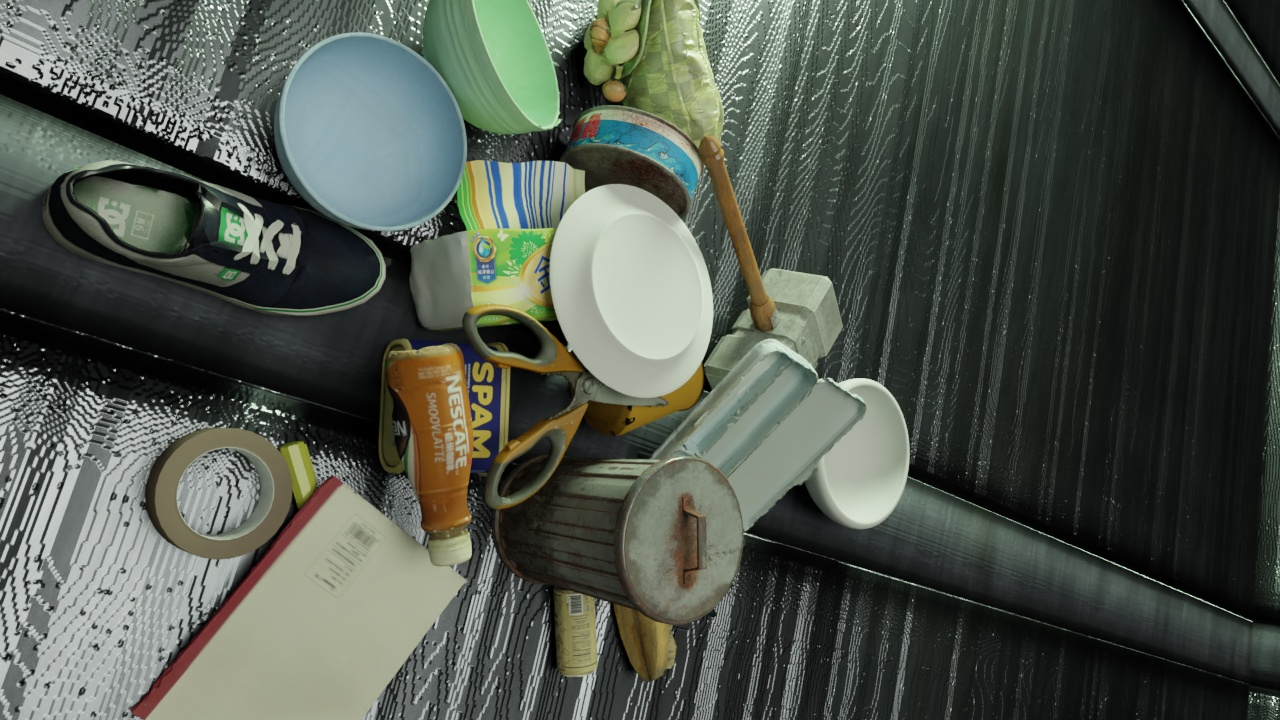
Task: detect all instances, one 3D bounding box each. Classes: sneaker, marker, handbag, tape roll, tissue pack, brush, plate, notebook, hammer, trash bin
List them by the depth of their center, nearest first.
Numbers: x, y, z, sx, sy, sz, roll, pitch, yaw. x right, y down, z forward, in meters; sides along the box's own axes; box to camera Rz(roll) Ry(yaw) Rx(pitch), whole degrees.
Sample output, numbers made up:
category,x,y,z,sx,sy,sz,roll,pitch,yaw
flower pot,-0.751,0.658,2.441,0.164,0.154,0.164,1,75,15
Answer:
category,x,y,z,sx,sy,sz,roll,pitch,yaw
sneaker,-0.287,-0.085,0.660,0.235,0.079,0.084,12,79,-39
tape roll,-0.305,0.096,0.667,0.093,0.030,0.093,3,86,-40
notebook,-0.250,0.214,0.704,0.153,0.012,0.208,48,67,-27
marker,-0.254,0.123,0.717,0.021,0.017,0.124,-39,117,-69
trash bin,-0.020,0.144,0.783,0.130,0.212,0.130,3,86,-40
plate,0.003,-0.063,0.794,0.188,0.016,0.188,10,75,-41
tissue pack,-0.095,-0.104,0.803,0.197,0.120,0.141,-8,94,-46
handbag,0.006,-0.279,0.895,0.116,0.113,0.186,-18,100,-31
brush,0.004,0.218,0.899,0.043,0.059,0.195,-13,98,-48
hammer,0.109,-0.093,0.920,0.162,0.083,0.318,-55,140,-28

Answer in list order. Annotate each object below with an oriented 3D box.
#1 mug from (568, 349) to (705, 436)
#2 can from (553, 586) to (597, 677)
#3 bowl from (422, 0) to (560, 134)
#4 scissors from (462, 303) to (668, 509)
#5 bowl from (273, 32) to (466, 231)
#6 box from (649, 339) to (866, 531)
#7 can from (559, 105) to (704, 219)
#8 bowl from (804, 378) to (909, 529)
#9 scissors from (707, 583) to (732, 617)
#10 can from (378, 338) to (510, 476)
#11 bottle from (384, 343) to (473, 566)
category,x,y,z,sx,sy,sz,roll,pitch,yaw
mug,-0.005,0.005,0.867,0.093,0.100,0.124,-20,137,-37
can,-0.061,0.250,0.856,0.038,0.038,0.079,-2,89,-40
bowl,-0.134,-0.258,0.782,0.150,0.077,0.151,-15,90,-71
scissors,-0.064,0.015,0.756,0.224,0.016,0.217,-43,120,-28
bowl,-0.220,-0.172,0.723,0.150,0.075,0.150,2,87,-39
box,0.116,0.085,0.943,0.189,0.037,0.209,25,114,-41
can,-0.009,-0.181,0.862,0.130,0.130,0.044,31,68,-34
bowl,0.244,0.110,1.098,0.176,0.066,0.176,3,86,-40
scissors,0.047,0.217,0.961,0.126,0.019,0.144,-6,90,-39
can,-0.165,0.040,0.770,0.092,0.057,0.116,5,85,-38
bottle,-0.155,0.072,0.702,0.059,0.059,0.167,-10,94,-40
